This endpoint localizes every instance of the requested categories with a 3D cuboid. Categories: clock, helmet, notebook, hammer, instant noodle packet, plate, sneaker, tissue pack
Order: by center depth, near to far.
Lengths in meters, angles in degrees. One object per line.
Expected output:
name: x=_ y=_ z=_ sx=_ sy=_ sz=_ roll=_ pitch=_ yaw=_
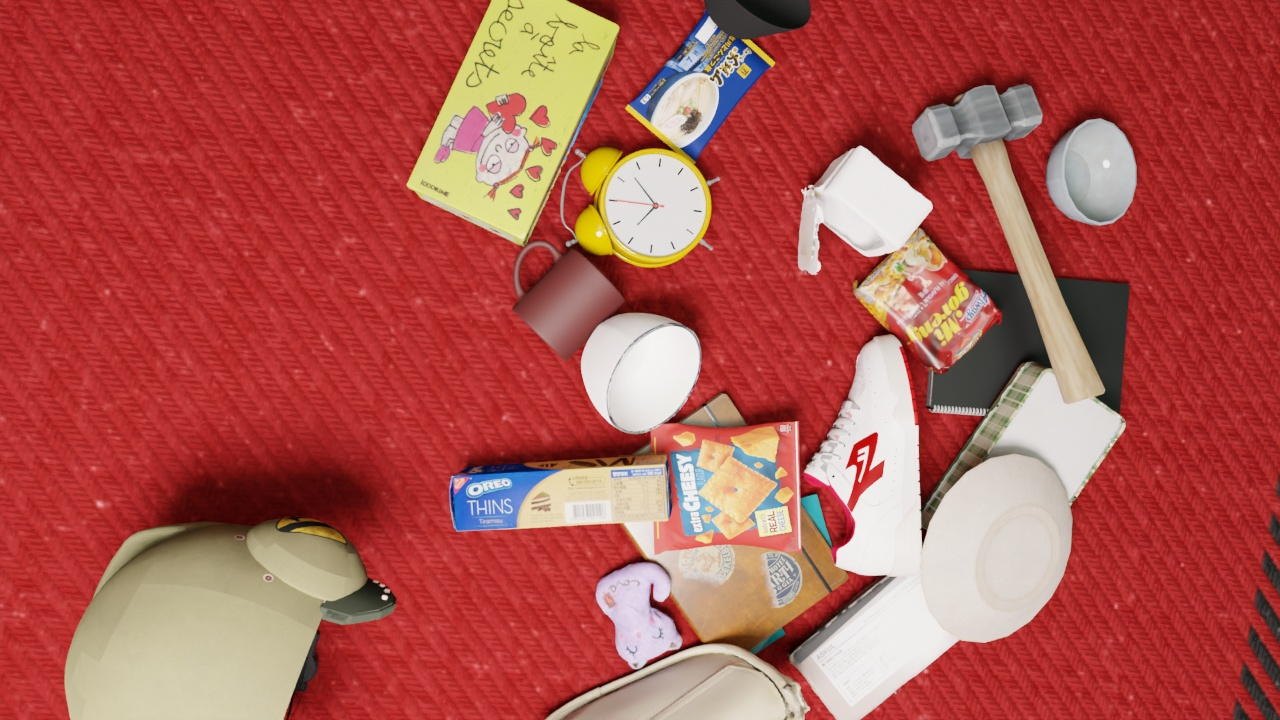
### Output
helmet: x=-0.341 y=0.240 z=0.761 sx=0.233 sy=0.256 sz=0.250 roll=19 pitch=88 yaw=-9
plate: x=0.351 y=0.185 z=0.878 sx=0.188 sy=0.027 sz=0.189 roll=-4 pitch=101 yaw=-22
clock: x=-0.002 y=-0.151 z=0.898 sx=0.152 sy=0.052 sz=0.113 roll=6 pitch=91 yaw=-9
hammer: x=0.377 y=-0.115 z=0.901 sx=0.117 sy=0.051 sz=0.322 roll=-16 pitch=81 yaw=-10
sneaker: x=0.215 y=0.093 z=0.908 sx=0.104 sy=0.090 sz=0.236 roll=-1 pitch=85 yaw=7
instant noodle packet: x=0.060 y=-0.274 z=0.912 sx=0.087 sy=0.026 sz=0.134 roll=39 pitch=88 yaw=-9
instant noodle packet: x=0.288 y=-0.061 z=0.925 sx=0.098 sy=0.040 sz=0.135 roll=-43 pitch=84 yaw=-3
tissue pack: x=0.249 y=0.283 z=0.933 sx=0.181 sy=0.071 sz=0.104 roll=-39 pitch=79 yaw=-6
notebook: x=0.094 y=0.175 z=0.934 sx=0.178 sy=0.014 sz=0.249 roll=-34 pitch=94 yaw=-4
notebook: x=0.405 y=-0.013 z=0.959 sx=0.206 sy=0.016 sz=0.149 roll=4 pitch=90 yaw=-6

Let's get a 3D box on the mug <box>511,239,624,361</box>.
mug: x=-0.081 y=-0.065 z=0.879 sx=0.105 sy=0.073 sz=0.082 roll=45 pitch=87 yaw=-7

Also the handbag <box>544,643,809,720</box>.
handbag: x=0.032 y=0.371 z=0.859 sx=0.228 sy=0.184 sz=0.132 roll=-27 pitch=97 yaw=-21

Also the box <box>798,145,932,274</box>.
box: x=0.193 y=-0.124 z=0.889 sx=0.103 sy=0.110 sz=0.130 roll=37 pitch=87 yaw=-5

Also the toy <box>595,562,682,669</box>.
toy: x=0.003 y=0.252 z=0.914 sx=0.080 sy=0.036 sz=0.099 roll=-27 pitch=93 yaw=5

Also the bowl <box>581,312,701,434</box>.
bowl: x=-0.005 y=0.005 z=0.875 sx=0.116 sy=0.066 sz=0.116 roll=-23 pitch=130 yaw=-31

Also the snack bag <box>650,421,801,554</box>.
snack bag: x=0.084 y=0.125 z=0.901 sx=0.144 sy=0.039 sz=0.131 roll=-1 pitch=92 yaw=7

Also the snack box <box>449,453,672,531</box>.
snack box: x=-0.075 y=0.125 z=0.879 sx=0.207 sy=0.056 sz=0.057 roll=-3 pitch=92 yaw=5

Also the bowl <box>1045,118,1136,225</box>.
bowl: x=0.454 y=-0.189 z=0.939 sx=0.106 sy=0.039 sz=0.106 roll=-1 pitch=91 yaw=-24

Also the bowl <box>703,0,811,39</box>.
bowl: x=0.100 y=-0.351 z=0.889 sx=0.124 sy=0.053 sz=0.123 roll=16 pitch=55 yaw=-25

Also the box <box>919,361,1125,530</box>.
box: x=0.386 y=0.113 z=0.934 sx=0.117 sy=0.050 sz=0.205 roll=31 pitch=96 yaw=-11

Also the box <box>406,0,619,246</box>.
box: x=-0.118 y=-0.233 z=0.869 sx=0.124 sy=0.082 sz=0.221 roll=27 pitch=90 yaw=-5
